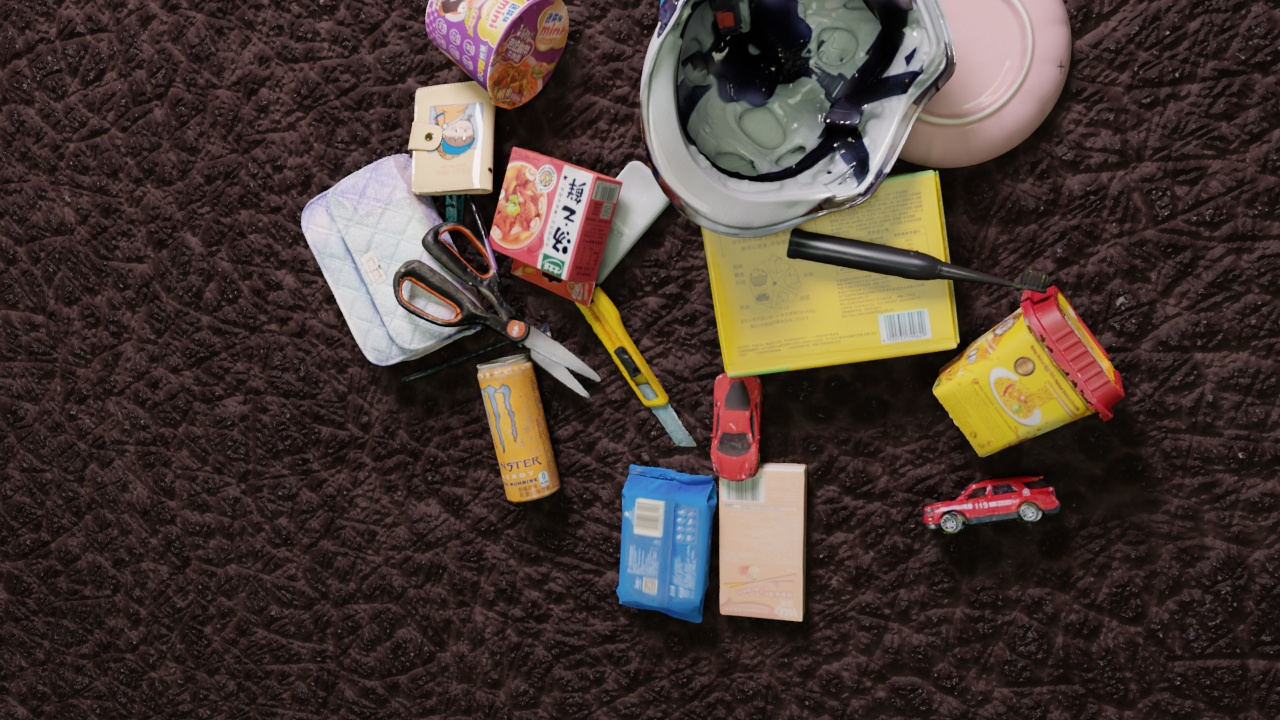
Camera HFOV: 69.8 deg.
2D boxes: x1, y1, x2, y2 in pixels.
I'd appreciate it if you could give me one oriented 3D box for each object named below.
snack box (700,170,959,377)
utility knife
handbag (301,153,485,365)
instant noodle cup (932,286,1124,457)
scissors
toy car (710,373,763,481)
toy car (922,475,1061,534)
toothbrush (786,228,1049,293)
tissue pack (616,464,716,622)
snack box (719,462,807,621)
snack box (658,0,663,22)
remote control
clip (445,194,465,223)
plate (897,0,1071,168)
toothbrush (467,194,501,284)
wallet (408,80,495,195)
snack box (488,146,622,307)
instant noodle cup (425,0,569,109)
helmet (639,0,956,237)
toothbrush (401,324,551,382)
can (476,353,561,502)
[{"bbox_3d":[0.171,-0.078,0.836,0.210,0.070,0.158,-8,98,16],"label":"snack box"},{"bbox_3d":[-0.005,0.005,0.918,0.033,0.015,0.207,-30,98,24],"label":"utility knife"},{"bbox_3d":[-0.251,-0.096,0.939,0.134,0.075,0.194,-26,94,11],"label":"handbag"},{"bbox_3d":[0.330,0.014,0.795,0.124,0.116,0.116,-36,89,29],"label":"instant noodle cup"},{"bbox_3d":[-0.127,-0.052,0.909,0.233,0.022,0.162,13,81,-15],"label":"scissors"},{"bbox_3d":[0.093,0.064,0.892,0.049,0.031,0.106,2,84,15],"label":"toy car"},{"bbox_3d":[0.320,0.133,0.845,0.121,0.053,0.045,-13,75,10],"label":"toy car"},{"bbox_3d":[0.230,-0.081,0.769,0.213,0.026,0.027,11,107,12],"label":"toothbrush"},{"bbox_3d":[0.027,0.185,0.930,0.095,0.052,0.157,6,101,15],"label":"tissue pack"},{"bbox_3d":[0.122,0.180,0.917,0.084,0.026,0.157,2,100,14],"label":"snack box"},{"bbox_3d":[0.049,-0.321,0.831,0.057,0.058,0.207,8,102,10],"label":"snack box"},{"bbox_3d":[-0.028,-0.131,0.904,0.056,0.020,0.136,44,109,5],"label":"remote control"},{"bbox_3d":[-0.190,-0.163,0.940,0.014,0.040,0.056,10,106,15],"label":"clip"},{"bbox_3d":[0.271,-0.264,0.792,0.192,0.039,0.192,3,100,14],"label":"plate"},{"bbox_3d":[-0.169,-0.159,0.912,0.017,0.014,0.189,-22,75,8],"label":"toothbrush"},{"bbox_3d":[-0.187,-0.219,0.908,0.087,0.024,0.115,-1,80,6],"label":"wallet"},{"bbox_3d":[-0.087,-0.129,0.888,0.113,0.044,0.127,25,106,33],"label":"snack box"},{"bbox_3d":[-0.139,-0.311,0.861,0.099,0.111,0.112,36,106,13],"label":"instant noodle cup"},{"bbox_3d":[0.105,-0.237,0.753,0.229,0.145,0.259,32,105,-23],"label":"helmet"},{"bbox_3d":[-0.175,-0.004,0.968,0.181,0.015,0.018,-17,104,16],"label":"toothbrush"},{"bbox_3d":[-0.125,0.070,0.946,0.058,0.058,0.146,-11,97,16],"label":"can"}]
